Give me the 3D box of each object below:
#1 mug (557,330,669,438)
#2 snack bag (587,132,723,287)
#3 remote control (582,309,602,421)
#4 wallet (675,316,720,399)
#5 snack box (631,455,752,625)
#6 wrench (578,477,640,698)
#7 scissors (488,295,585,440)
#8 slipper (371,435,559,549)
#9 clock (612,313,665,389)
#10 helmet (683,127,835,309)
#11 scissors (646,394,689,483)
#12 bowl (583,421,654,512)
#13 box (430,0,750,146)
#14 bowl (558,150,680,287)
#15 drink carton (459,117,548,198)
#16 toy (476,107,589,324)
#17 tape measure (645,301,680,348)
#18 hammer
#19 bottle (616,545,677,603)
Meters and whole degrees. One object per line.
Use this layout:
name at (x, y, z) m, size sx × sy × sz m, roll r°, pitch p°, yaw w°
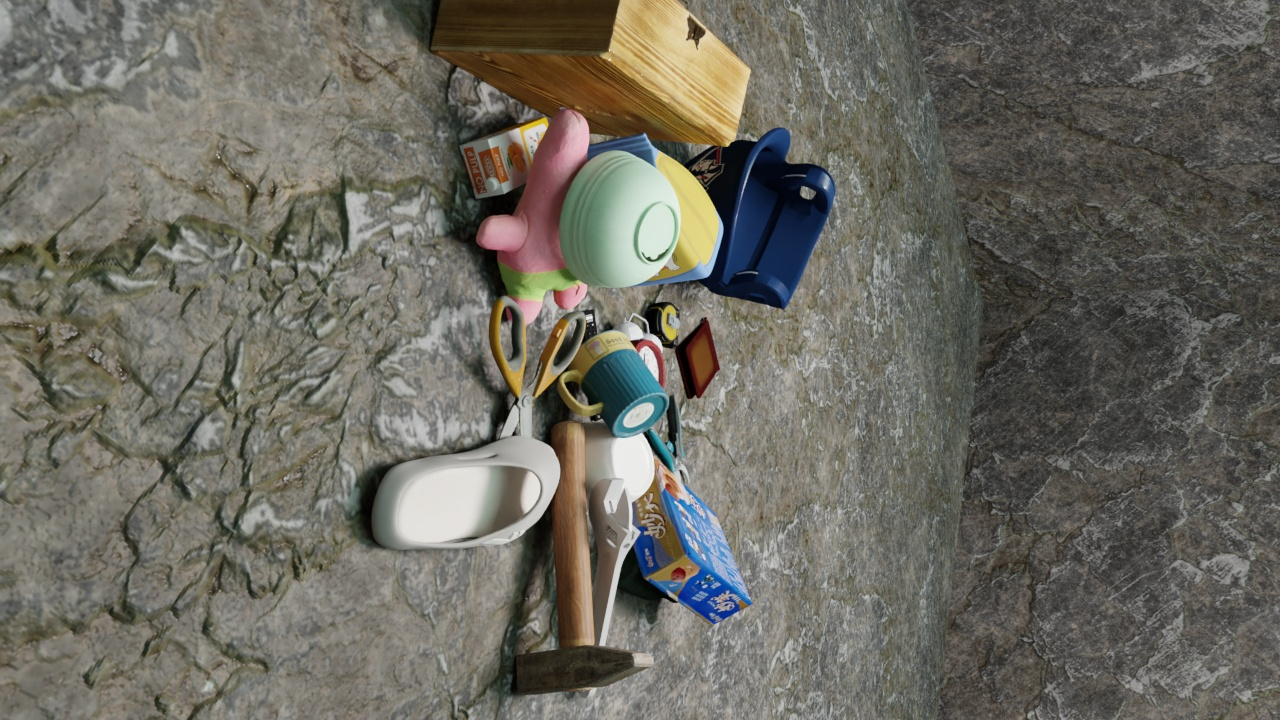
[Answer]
mug at (-0.039, 0.033, 1.088) m, size 0.113 × 0.107 × 0.083 m, roll -16°, pitch 146°, yaw -30°
snack bag at (-0.013, -0.188, 1.116) m, size 0.205 × 0.159 × 0.102 m, roll 50°, pitch 47°, yaw -43°
remote control at (-0.059, 0.006, 1.164) m, size 0.030 × 0.009 × 0.140 m, roll -19°, pitch 104°, yaw -59°
wallet at (0.092, -0.004, 1.420) m, size 0.115 × 0.018 × 0.091 m, roll -47°, pitch 126°, yaw -55°
snack box at (0.057, 0.241, 1.215) m, size 0.203 × 0.069 × 0.155 m, roll 47°, pitch 17°, yaw -48°
wrench at (-0.049, 0.266, 1.071) m, size 0.018 × 0.087 × 0.273 m, roll 1°, pitch 109°, yaw -34°
scissors at (-0.118, 0.022, 1.012) m, size 0.215 × 0.016 × 0.225 m, roll -35°, pitch 132°, yaw -49°
slipper at (-0.147, 0.139, 0.920) m, size 0.265 × 0.081 × 0.113 m, roll 4°, pitch 94°, yaw -60°
clock at (-0.007, 0.007, 1.215) m, size 0.096 × 0.048 × 0.137 m, roll 28°, pitch 65°, yaw -55°
helmet at (0.143, -0.214, 1.311) m, size 0.231 × 0.223 × 0.273 m, roll -62°, pitch 169°, yaw -21°
scissors at (0.046, 0.118, 1.325) m, size 0.154 × 0.019 × 0.124 m, roll 48°, pitch 49°, yaw -49°
bowl at (-0.033, 0.128, 1.125) m, size 0.116 × 0.066 × 0.116 m, roll 21°, pitch 63°, yaw -49°
box at (-0.046, -0.436, 1.008) m, size 0.278 × 0.284 × 0.323 m, roll 8°, pitch 93°, yaw -59°
bowl at (-0.009, -0.143, 0.976) m, size 0.150 × 0.077 × 0.151 m, roll -26°, pitch 127°, yaw -42°
drink carton at (-0.144, -0.224, 1.012) m, size 0.122 × 0.040 × 0.058 m, roll -43°, pitch 123°, yaw -53°
toy at (-0.097, -0.158, 0.997) m, size 0.191 × 0.097 × 0.237 m, roll -29°, pitch 139°, yaw -48°
tape measure at (0.034, -0.053, 1.305) m, size 0.061 × 0.034 × 0.061 m, roll 21°, pitch 69°, yaw -55°
hammer at (-0.071, 0.210, 1.026) m, size 0.037 × 0.158 × 0.300 m, roll 26°, pitch 52°, yaw -52°
bottle at (0.014, 0.293, 1.220) m, size 0.174 × 0.055 × 0.055 m, roll 44°, pitch 51°, yaw -51°
